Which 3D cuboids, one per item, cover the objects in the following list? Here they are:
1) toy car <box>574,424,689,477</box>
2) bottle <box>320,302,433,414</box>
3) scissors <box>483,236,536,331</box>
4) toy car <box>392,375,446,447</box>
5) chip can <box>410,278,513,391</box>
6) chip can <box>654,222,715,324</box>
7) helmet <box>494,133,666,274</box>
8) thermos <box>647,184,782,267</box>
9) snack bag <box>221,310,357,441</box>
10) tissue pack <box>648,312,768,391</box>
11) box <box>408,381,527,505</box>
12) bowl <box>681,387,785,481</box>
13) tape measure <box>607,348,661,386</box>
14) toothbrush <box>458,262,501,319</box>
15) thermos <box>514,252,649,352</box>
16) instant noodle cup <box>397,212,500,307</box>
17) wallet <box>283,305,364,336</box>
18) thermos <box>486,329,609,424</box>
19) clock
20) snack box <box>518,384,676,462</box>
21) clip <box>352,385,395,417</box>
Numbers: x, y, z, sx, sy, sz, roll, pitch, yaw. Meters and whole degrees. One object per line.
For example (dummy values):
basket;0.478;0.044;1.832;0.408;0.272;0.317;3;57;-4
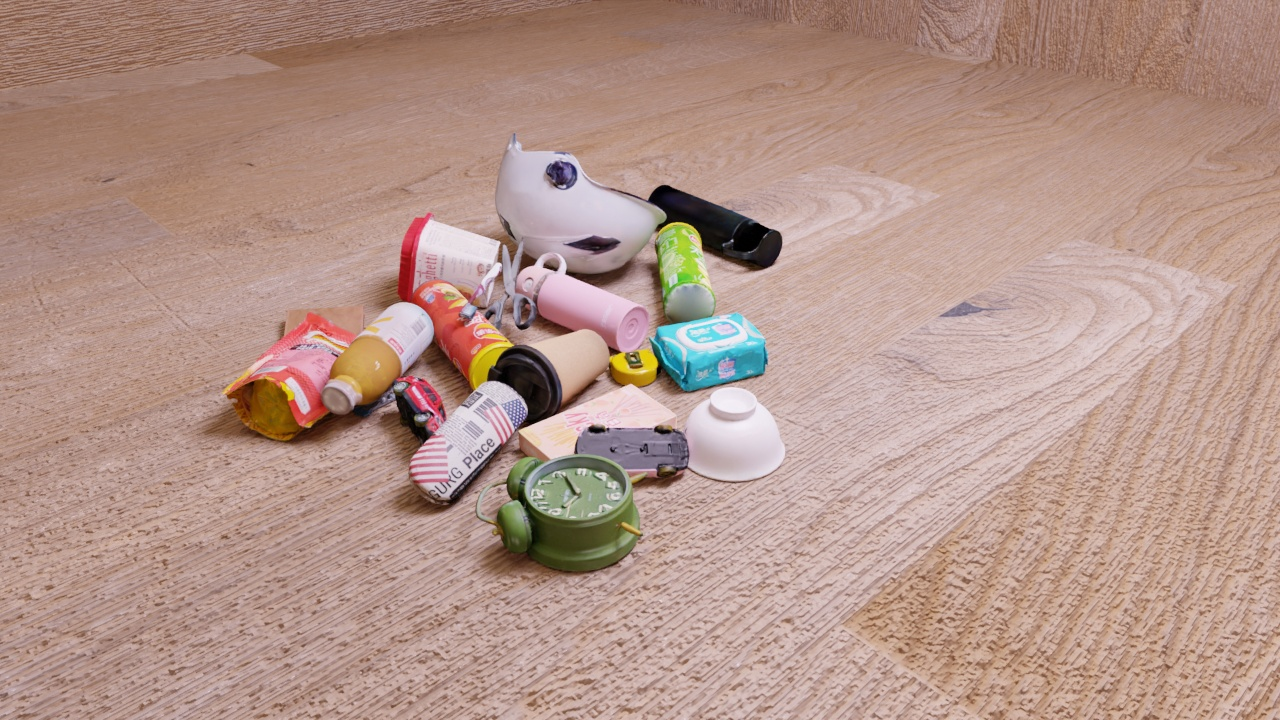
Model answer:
toy car;-0.009;0.095;0.950;0.122;0.037;0.056;2;64;-14
bottle;-0.305;-0.002;1.061;0.068;0.068;0.189;7;31;12
scissors;-0.172;-0.096;1.231;0.163;0.014;0.164;24;70;42
toy car;-0.237;0.059;1.009;0.045;0.053;0.120;-20;38;-22
chip can;-0.219;-0.032;1.145;0.073;0.073;0.216;-16;34;-26
chip can;0.061;-0.122;1.298;0.072;0.073;0.221;-1;31;-2
helmet;-0.105;-0.205;1.341;0.259;0.146;0.229;27;2;20
thermos;0.106;-0.213;1.454;0.089;0.068;0.243;-19;35;-38
snack bag;-0.385;0.009;1.082;0.128;0.073;0.207;19;29;3
tissue pack;0.084;-0.013;1.134;0.133;0.050;0.093;-13;34;-21
box;-0.179;0.084;0.955;0.052;0.068;0.163;-25;18;45
bowl;0.097;0.069;0.983;0.118;0.065;0.118;0;31;0
tape measure;-0.007;0.007;1.122;0.060;0.029;0.057;-9;33;-15
toothbrush;-0.200;-0.091;1.174;0.017;0.016;0.187;17;25;-1
thermos;-0.079;-0.081;1.219;0.199;0.087;0.067;26;-1;35
instant noodle cup;-0.266;-0.132;1.286;0.124;0.116;0.116;10;31;-5
wallet;-0.416;-0.038;1.206;0.101;0.020;0.115;-5;34;-11
thermos;-0.101;0.012;1.062;0.093;0.093;0.142;18;27;27
clock;-0.075;0.139;0.870;0.161;0.056;0.116;1;30;2
snack box;-0.045;0.078;1.003;0.157;0.026;0.084;-21;37;-32
clip;-0.307;0.044;1.066;0.026;0.038;0.058;17;32;37
